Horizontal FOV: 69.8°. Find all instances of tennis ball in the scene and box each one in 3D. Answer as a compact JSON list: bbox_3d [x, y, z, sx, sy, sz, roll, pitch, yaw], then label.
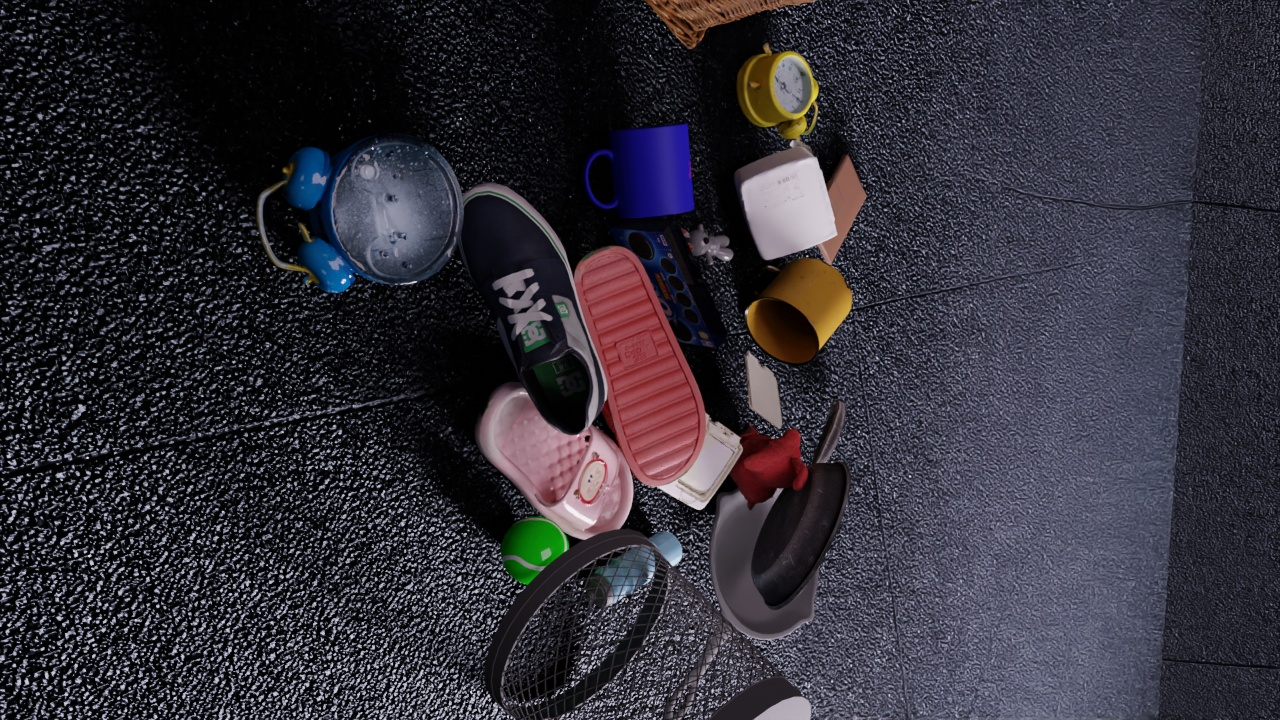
[{"bbox_3d":[-0.101,0.183,0.882,0.065,0.065,0.065,-10,104,-44],"label":"tennis ball"}]

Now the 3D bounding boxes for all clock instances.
[{"bbox_3d":[-0.217,-0.116,0.718,0.161,0.060,0.117,-18,111,-40],"label":"clock"},{"bbox_3d":[0.165,-0.308,1.064,0.118,0.057,0.083,30,75,-37],"label":"clock"}]

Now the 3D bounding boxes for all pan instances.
[{"bbox_3d":[0.208,0.150,1.124,0.188,0.055,0.355,-59,-176,39],"label":"pan"},{"bbox_3d":[0.118,0.286,1.108,0.216,0.024,0.353,53,52,-17],"label":"pan"}]

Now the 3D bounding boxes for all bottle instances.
[{"bbox_3d":[-0.010,0.229,1.000,0.129,0.040,0.040,-22,113,-41],"label":"bottle"}]

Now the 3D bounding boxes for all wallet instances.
[{"bbox_3d":[0.259,-0.199,1.212,0.120,0.013,0.087,-59,137,-19],"label":"wallet"}]

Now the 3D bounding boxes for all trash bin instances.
[{"bbox_3d":[0.010,0.313,0.856,0.217,0.227,0.218,-28,135,-31],"label":"trash bin"}]

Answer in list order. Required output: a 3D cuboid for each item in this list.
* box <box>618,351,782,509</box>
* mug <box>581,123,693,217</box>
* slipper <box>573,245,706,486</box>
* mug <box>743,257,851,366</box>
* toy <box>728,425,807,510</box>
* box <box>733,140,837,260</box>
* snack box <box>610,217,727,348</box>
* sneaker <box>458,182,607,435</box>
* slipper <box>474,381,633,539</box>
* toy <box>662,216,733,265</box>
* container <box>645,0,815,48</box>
[{"bbox_3d":[0.081,0.073,1.009,0.143,0.070,0.186,34,89,-42],"label":"box"},{"bbox_3d":[-0.004,-0.188,0.913,0.111,0.079,0.083,-10,106,-15],"label":"mug"},{"bbox_3d":[-0.006,0.006,0.940,0.103,0.059,0.249,-19,95,-14],"label":"slipper"},{"bbox_3d":[0.184,-0.069,1.110,0.124,0.101,0.093,42,58,4],"label":"mug"},{"bbox_3d":[0.162,0.135,1.087,0.088,0.133,0.094,-29,111,-26],"label":"toy"},{"bbox_3d":[0.173,-0.206,1.093,0.121,0.136,0.109,-21,121,5],"label":"box"},{"bbox_3d":[0.030,-0.081,0.955,0.027,0.082,0.150,-45,125,-28],"label":"snack box"},{"bbox_3d":[-0.094,-0.043,0.802,0.079,0.084,0.235,-82,149,-74],"label":"sneaker"},{"bbox_3d":[-0.076,0.098,0.901,0.221,0.056,0.106,45,64,-38],"label":"slipper"},{"bbox_3d":[0.063,-0.130,1.015,0.111,0.030,0.049,3,67,-48],"label":"toy"},{"bbox_3d":[0.111,-0.463,0.893,0.162,0.183,0.249,31,76,-46],"label":"container"}]
